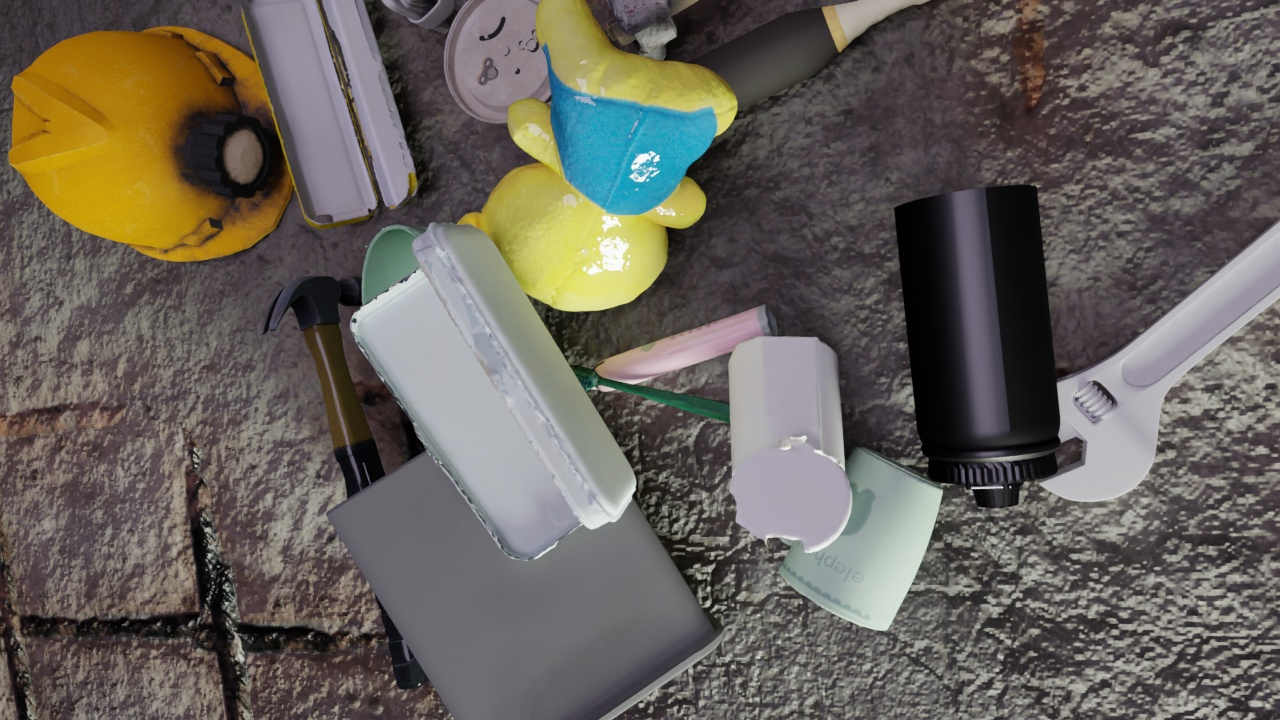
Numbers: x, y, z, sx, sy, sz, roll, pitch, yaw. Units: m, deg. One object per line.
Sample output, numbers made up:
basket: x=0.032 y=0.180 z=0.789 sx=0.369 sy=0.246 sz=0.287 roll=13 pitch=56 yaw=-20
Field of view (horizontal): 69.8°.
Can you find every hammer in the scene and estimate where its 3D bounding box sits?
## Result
hammer: x=-0.218 y=0.092 z=0.724 sx=0.025 sy=0.117 sz=0.333 roll=-17 pitch=88 yaw=22
hammer: x=0.119 y=-0.291 z=0.593 sx=0.319 sy=0.121 sz=0.049 roll=-26 pitch=87 yaw=11

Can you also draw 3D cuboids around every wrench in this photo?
wrench: x=0.358 y=-0.014 z=0.576 sx=0.274 sy=0.018 sz=0.086 roll=-44 pitch=81 yaw=17

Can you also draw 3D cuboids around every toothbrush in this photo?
toothbrush: x=0.033 y=0.033 z=0.676 sx=0.190 sy=0.017 sz=0.016 roll=13 pitch=117 yaw=8
toothbrush: x=-0.004 y=0.004 z=0.696 sx=0.223 sy=0.027 sz=0.026 roll=-18 pitch=107 yaw=20

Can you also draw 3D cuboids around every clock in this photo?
clock: x=-0.078 y=-0.205 z=0.682 sx=0.103 sy=0.061 sz=0.157 roll=-33 pitch=77 yaw=19

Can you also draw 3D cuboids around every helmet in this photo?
helmet: x=-0.436 y=-0.186 z=0.770 sx=0.256 sy=0.131 sz=0.205 roll=12 pitch=100 yaw=18

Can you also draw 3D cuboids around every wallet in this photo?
wallet: x=-0.189 y=-0.305 z=0.679 sx=0.038 sy=0.115 sz=0.118 roll=-36 pitch=84 yaw=19

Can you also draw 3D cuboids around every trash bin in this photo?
trash bin: x=-0.081 y=0.150 z=0.659 sx=0.191 sy=0.098 sz=0.220 roll=-32 pitch=90 yaw=-7

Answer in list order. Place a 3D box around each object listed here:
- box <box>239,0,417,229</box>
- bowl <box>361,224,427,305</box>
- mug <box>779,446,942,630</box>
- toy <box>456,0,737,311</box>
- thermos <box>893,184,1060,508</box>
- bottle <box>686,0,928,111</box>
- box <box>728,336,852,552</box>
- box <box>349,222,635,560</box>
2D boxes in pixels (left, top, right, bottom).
box: x=-0.247 y=-0.218 z=0.743 sx=0.117 sy=0.057 sz=0.210 roll=-17 pitch=89 yaw=18
bowl: x=-0.145 y=-0.034 z=0.702 sx=0.151 sy=0.076 sz=0.151 roll=19 pitch=117 yaw=43
mug: x=0.144 y=0.112 z=0.636 sx=0.111 sy=0.084 sz=0.104 roll=29 pitch=95 yaw=43
toy: x=-0.033 y=-0.112 z=0.607 sx=0.149 sy=0.083 sz=0.215 roll=22 pitch=130 yaw=-12
thermos: x=0.216 y=-0.004 z=0.583 sx=0.086 sy=0.086 sz=0.198 roll=-6 pitch=91 yaw=19
bottle: x=0.117 y=-0.218 z=0.620 sx=0.185 sy=0.045 sz=0.045 roll=-21 pitch=89 yaw=20
box: x=0.094 y=0.058 z=0.598 sx=0.083 sy=0.093 sz=0.165 roll=3 pitch=58 yaw=0
box: x=-0.106 y=0.032 z=0.586 sx=0.127 sy=0.106 sz=0.215 roll=-31 pitch=89 yaw=16
